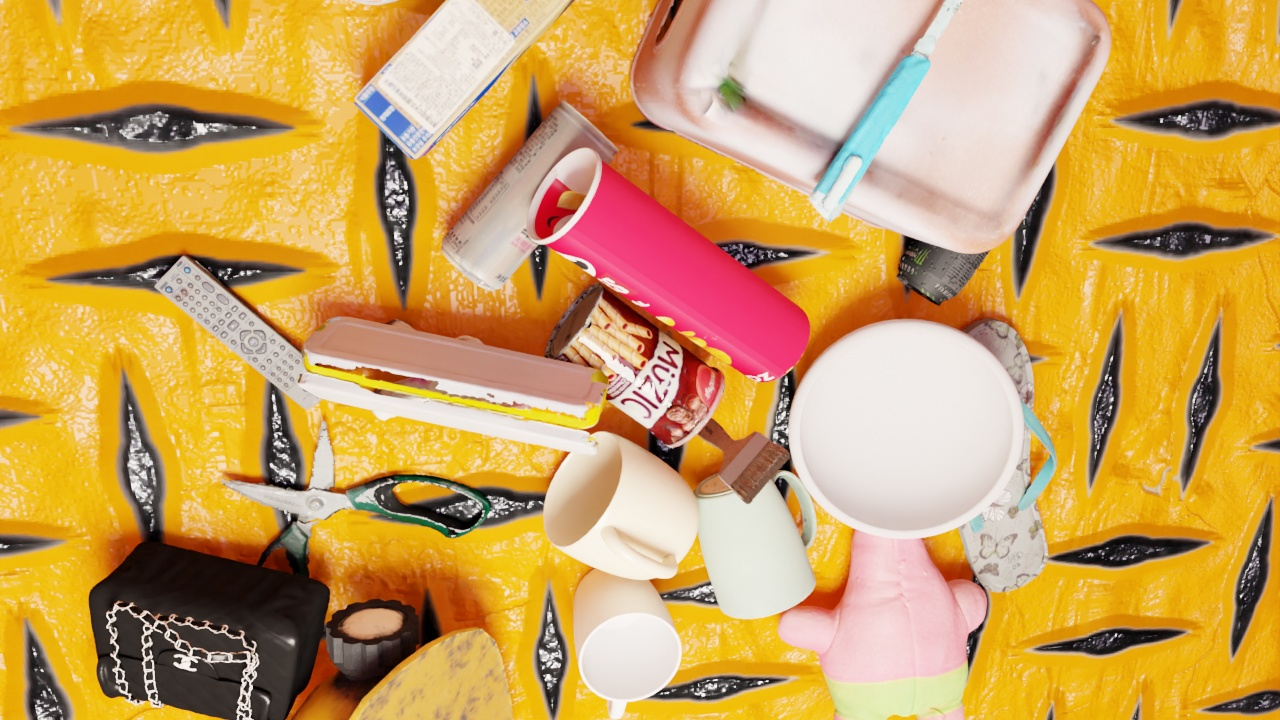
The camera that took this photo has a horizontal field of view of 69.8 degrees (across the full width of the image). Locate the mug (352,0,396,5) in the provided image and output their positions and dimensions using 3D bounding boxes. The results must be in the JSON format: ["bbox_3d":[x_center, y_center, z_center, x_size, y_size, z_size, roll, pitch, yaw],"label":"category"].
[{"bbox_3d":[-0.168,-0.260,0.552,0.082,0.105,0.082,-3,109,-10],"label":"mug"}]

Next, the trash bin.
[{"bbox_3d":[0.145,-0.196,0.606,0.259,0.157,0.182,22,102,-16],"label":"trash bin"}]

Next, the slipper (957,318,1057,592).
[{"bbox_3d":[0.306,0.097,0.790,0.098,0.054,0.269,-16,112,-3],"label":"slipper"}]

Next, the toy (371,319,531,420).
[{"bbox_3d":[-0.139,0.016,0.685,0.122,0.038,0.079,15,107,-6],"label":"toy"}]

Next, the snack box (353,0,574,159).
[{"bbox_3d":[-0.097,-0.224,0.605,0.207,0.057,0.056,-44,107,6],"label":"snack box"}]

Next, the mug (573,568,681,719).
[{"bbox_3d":[-0.018,0.232,0.753,0.081,0.087,0.114,4,107,-12],"label":"mug"}]

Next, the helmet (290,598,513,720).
[{"bbox_3d":[-0.209,0.313,0.712,0.131,0.204,0.255,11,107,29],"label":"helmet"}]

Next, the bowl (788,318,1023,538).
[{"bbox_3d":[0.208,0.050,0.736,0.177,0.066,0.177,2,103,8],"label":"bowl"}]

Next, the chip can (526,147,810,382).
[{"bbox_3d":[0.027,-0.059,0.646,0.220,0.069,0.069,31,100,-34],"label":"chip can"}]

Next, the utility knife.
[{"bbox_3d":[0.154,-0.159,0.528,0.022,0.015,0.177,30,102,-19],"label":"utility knife"}]

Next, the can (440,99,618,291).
[{"bbox_3d":[-0.079,-0.114,0.645,0.054,0.054,0.136,40,97,-20],"label":"can"}]

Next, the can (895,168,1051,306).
[{"bbox_3d":[0.256,-0.110,0.710,0.054,0.054,0.138,32,100,-19],"label":"can"}]

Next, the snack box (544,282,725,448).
[{"bbox_3d":[-0.004,0.004,0.689,0.121,0.072,0.072,36,98,-19],"label":"snack box"}]

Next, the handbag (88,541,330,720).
[{"bbox_3d":[-0.321,0.219,0.669,0.153,0.114,0.125,12,112,-4],"label":"handbag"}]

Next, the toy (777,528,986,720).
[{"bbox_3d":[0.216,0.220,0.798,0.192,0.097,0.237,-5,95,-6],"label":"toy"}]

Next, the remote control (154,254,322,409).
[{"bbox_3d":[-0.281,-0.018,0.659,0.033,0.013,0.136,-44,110,5],"label":"remote control"}]

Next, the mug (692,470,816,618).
[{"bbox_3d":[0.099,0.138,0.756,0.111,0.084,0.104,-25,100,-32],"label":"mug"}]

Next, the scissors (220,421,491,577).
[{"bbox_3d":[-0.232,0.147,0.724,0.201,0.015,0.204,16,106,-16],"label":"scissors"}]

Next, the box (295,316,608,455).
[{"bbox_3d":[-0.128,0.021,0.631,0.210,0.067,0.070,11,98,2],"label":"box"}]

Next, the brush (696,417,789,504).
[{"bbox_3d":[0.064,0.064,0.683,0.008,0.143,0.045,41,88,-21],"label":"brush"}]

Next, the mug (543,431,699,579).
[{"bbox_3d":[-0.004,0.124,0.703,0.099,0.120,0.096,32,104,-30],"label":"mug"}]
